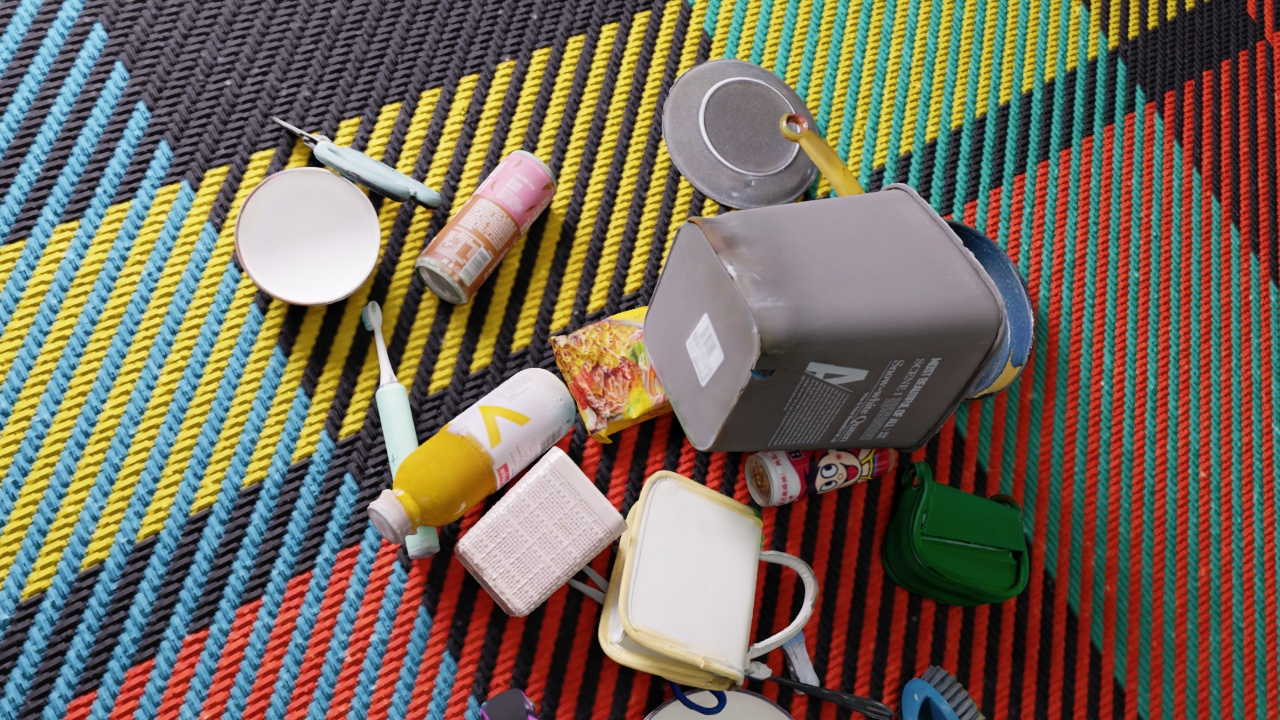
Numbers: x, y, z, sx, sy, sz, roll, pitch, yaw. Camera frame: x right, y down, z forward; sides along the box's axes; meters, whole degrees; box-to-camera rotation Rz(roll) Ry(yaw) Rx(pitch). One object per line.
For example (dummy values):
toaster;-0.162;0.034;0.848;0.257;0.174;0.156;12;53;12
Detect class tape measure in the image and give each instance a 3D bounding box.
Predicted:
tape measure;-0.098;0.288;0.718;0.039;0.057;0.058;-21;104;-23

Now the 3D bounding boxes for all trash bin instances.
trash bin;0.141;-0.027;0.773;0.219;0.200;0.198;-6;49;-26

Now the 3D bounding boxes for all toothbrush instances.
toothbrush;0.158;0.287;0.795;0.181;0.018;0.015;26;51;-27
toothbrush;-0.204;0.055;0.771;0.026;0.027;0.224;1;70;-54

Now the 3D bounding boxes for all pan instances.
pan;0.261;-0.110;0.933;0.357;0.078;0.197;43;67;-1

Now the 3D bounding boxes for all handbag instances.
handbag;0.301;0.168;0.875;0.131;0.068;0.120;21;62;-9
handbag;0.063;0.195;0.770;0.178;0.063;0.163;22;48;-9

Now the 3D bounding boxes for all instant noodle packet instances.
instant noodle packet;-0.005;0.005;0.839;0.128;0.044;0.110;-23;86;-22

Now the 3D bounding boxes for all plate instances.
plate;0.111;-0.240;0.956;0.179;0.024;0.179;5;73;-16
plate;0.061;0.368;0.752;0.192;0.039;0.192;5;72;-15

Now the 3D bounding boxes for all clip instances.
clip;0.141;0.268;0.818;0.025;0.032;0.057;-8;73;-22

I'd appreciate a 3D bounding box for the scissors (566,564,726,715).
scissors;0.007;0.232;0.766;0.172;0.012;0.132;12;48;-10

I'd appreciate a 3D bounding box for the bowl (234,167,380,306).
bowl;-0.275;-0.100;0.770;0.113;0.062;0.113;0;88;-13

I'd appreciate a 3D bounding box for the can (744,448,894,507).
can;0.167;0.097;0.857;0.132;0.053;0.053;-12;78;-20

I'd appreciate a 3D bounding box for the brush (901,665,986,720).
brush;0.280;0.349;0.816;0.073;0.055;0.144;-32;85;-23

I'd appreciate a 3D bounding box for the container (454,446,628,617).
container;-0.086;0.144;0.749;0.110;0.090;0.090;-41;89;-21

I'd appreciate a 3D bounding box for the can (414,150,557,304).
can;-0.137;-0.120;0.826;0.058;0.058;0.147;37;67;-4

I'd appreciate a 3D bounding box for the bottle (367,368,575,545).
bottle;-0.135;0.077;0.747;0.189;0.068;0.068;-39;88;-34

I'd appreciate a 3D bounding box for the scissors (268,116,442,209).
scissors;-0.251;-0.175;0.810;0.180;0.143;0.019;30;101;25
